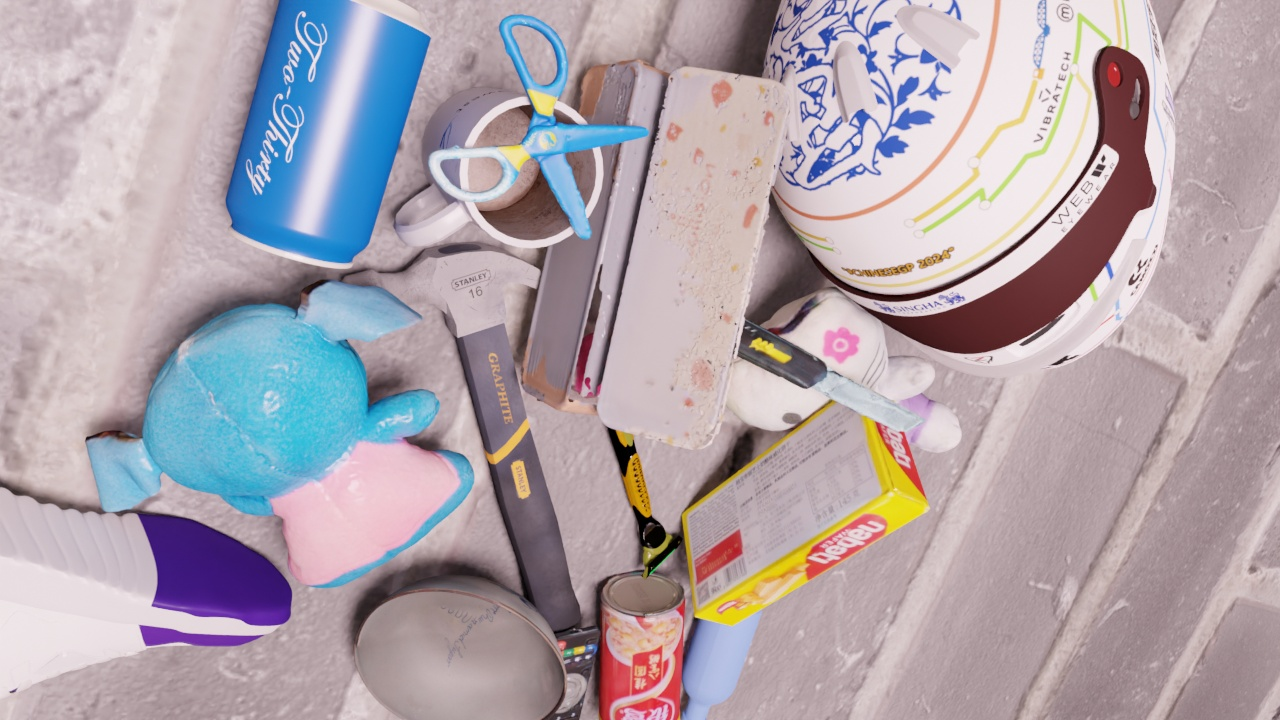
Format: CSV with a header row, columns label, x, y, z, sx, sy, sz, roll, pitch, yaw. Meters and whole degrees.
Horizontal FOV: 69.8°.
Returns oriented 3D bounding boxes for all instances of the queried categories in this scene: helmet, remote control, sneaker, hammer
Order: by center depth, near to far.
label,x,y,z,sx,sy,sz,roll,pitch,yaw
sneaker,-0.333,0.147,0.527,0.244,0.092,0.111,24,101,-33
helmet,0.189,-0.150,0.573,0.235,0.232,0.314,5,84,-36
hammer,-0.097,0.069,0.645,0.139,0.035,0.313,-19,116,-20
remote control,-0.066,0.267,0.725,0.045,0.021,0.141,-2,119,-33

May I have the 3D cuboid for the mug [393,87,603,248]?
label,x,y,z,sx,sy,sz,roll,pitch,yaw
mug,-0.093,-0.107,0.544,0.119,0.096,0.083,-38,120,-9

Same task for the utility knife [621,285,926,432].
label,x,y,z,sx,sy,sz,roll,pitch,yaw
utility knife,0.084,-0.009,0.625,0.234,0.020,0.028,27,70,9

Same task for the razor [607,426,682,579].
label,x,y,z,sx,sy,sz,roll,pitch,yaw
razor,-0.001,0.100,0.707,0.043,0.021,0.144,-37,123,-39

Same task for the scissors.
label,x,y,z,sx,sy,sz,roll,pitch,yaw
scissors,-0.056,-0.117,0.492,0.130,0.014,0.125,-29,117,-9

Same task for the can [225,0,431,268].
label,x,y,z,sx,sy,sz,roll,pitch,yaw
can,-0.173,-0.131,0.507,0.079,0.079,0.146,14,101,-29

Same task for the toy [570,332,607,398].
label,x,y,z,sx,sy,sz,roll,pitch,yaw
toy,-0.004,0.004,0.645,0.102,0.050,0.065,-2,104,-45

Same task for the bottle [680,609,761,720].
label,x,y,z,sx,sy,sz,roll,pitch,yaw
bottle,0.061,0.259,0.780,0.048,0.048,0.131,11,103,-28

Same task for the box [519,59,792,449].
label,x,y,z,sx,sy,sz,roll,pitch,yaw
box,0.002,-0.066,0.552,0.071,0.157,0.216,1,103,-62

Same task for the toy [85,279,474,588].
label,x,y,z,sx,sy,sz,roll,pitch,yaw
toy,-0.206,0.057,0.541,0.224,0.099,0.191,-31,122,2

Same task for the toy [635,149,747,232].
label,x,y,z,sx,sy,sz,roll,pitch,yaw
toy,0.035,-0.129,0.630,0.112,0.050,0.087,8,105,-22

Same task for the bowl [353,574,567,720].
label,x,y,z,sx,sy,sz,roll,pitch,yaw
bowl,-0.122,0.199,0.653,0.151,0.056,0.151,2,122,3

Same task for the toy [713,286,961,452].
label,x,y,z,sx,sy,sz,roll,pitch,yaw
toy,0.156,0.022,0.711,0.138,0.085,0.209,-33,132,24

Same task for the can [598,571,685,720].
label,x,y,z,sx,sy,sz,roll,pitch,yaw
can,0.000,0.236,0.731,0.066,0.067,0.124,-7,111,-24

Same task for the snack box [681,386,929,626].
label,x,y,z,sx,sy,sz,roll,pitch,yaw
snack box,0.110,0.110,0.670,0.042,0.092,0.201,22,132,-30
